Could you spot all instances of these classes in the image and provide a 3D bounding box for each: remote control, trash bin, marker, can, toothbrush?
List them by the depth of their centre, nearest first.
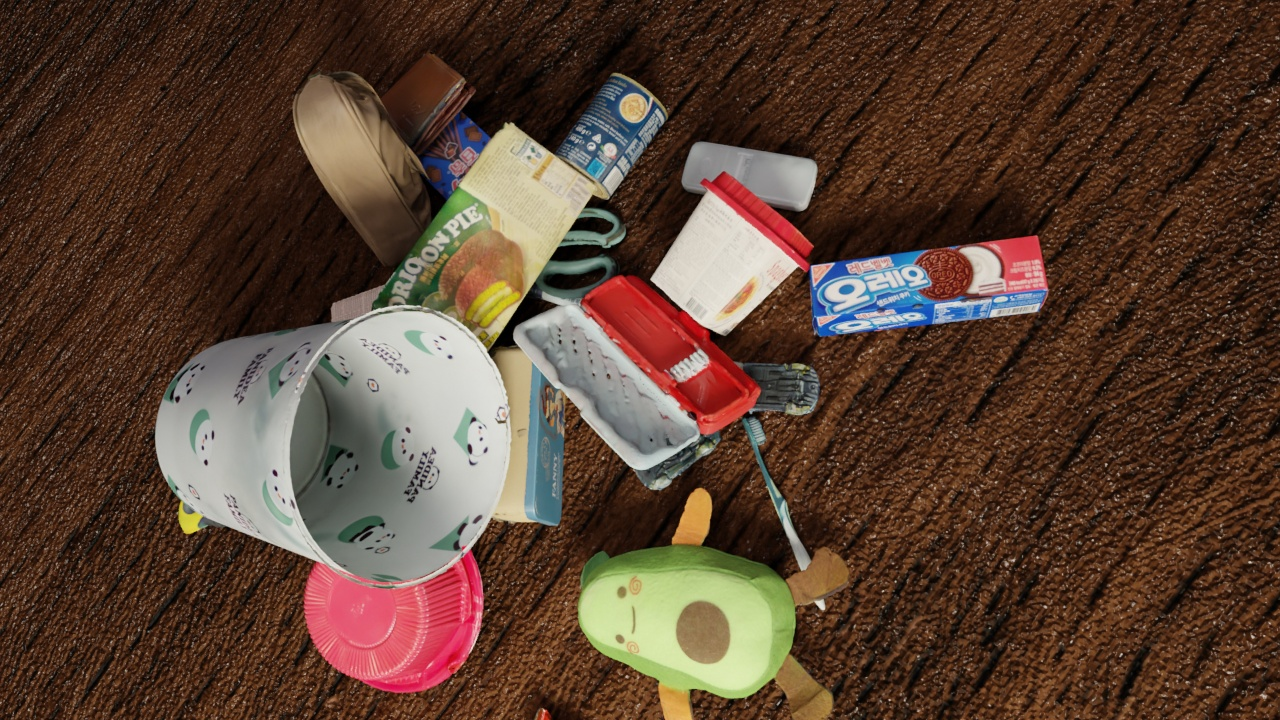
[{"bbox_3d":[-0.284,0.069,0.823,0.252,0.229,0.229,1,74,38],"label":"trash bin"},{"bbox_3d":[0.135,0.138,0.853,0.018,0.016,0.191,-20,70,-2],"label":"toothbrush"},{"bbox_3d":[0.112,-0.190,0.946,0.136,0.020,0.055,13,80,18],"label":"remote control"},{"bbox_3d":[-0.078,-0.063,0.965,0.131,0.018,0.022,19,89,20],"label":"marker"},{"bbox_3d":[-0.033,-0.234,0.968,0.075,0.075,0.111,34,86,21],"label":"can"}]

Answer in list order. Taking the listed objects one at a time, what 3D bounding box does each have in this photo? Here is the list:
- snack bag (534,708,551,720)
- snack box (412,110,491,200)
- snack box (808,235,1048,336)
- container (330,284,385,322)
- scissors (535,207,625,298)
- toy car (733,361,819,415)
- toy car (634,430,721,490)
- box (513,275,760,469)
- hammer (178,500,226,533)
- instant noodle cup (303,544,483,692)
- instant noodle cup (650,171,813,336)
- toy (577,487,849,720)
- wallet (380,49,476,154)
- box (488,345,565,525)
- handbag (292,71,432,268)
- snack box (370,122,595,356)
[{"bbox_3d":[-0.056,0.357,0.839,0.105,0.026,0.045,17,77,16],"label":"snack bag"},{"bbox_3d":[-0.188,-0.210,1.029,0.084,0.026,0.157,-46,69,0],"label":"snack box"},{"bbox_3d":[0.262,-0.066,0.852,0.208,0.057,0.058,-7,71,14],"label":"snack box"},{"bbox_3d":[-0.257,-0.029,0.967,0.111,0.090,0.089,-14,72,14],"label":"container"},{"bbox_3d":[-0.102,-0.102,0.969,0.180,0.019,0.139,-9,62,9],"label":"scissors"},{"bbox_3d":[0.119,0.027,0.877,0.106,0.031,0.049,2,74,26],"label":"toy car"},{"bbox_3d":[0.036,0.088,0.884,0.090,0.034,0.043,-39,72,4],"label":"toy car"},{"bbox_3d":[-0.006,0.005,0.863,0.157,0.038,0.201,-30,57,-25],"label":"box"},{"bbox_3d":[-0.344,0.154,0.970,0.324,0.032,0.126,-3,74,15],"label":"hammer"},{"bbox_3d":[-0.251,0.232,0.883,0.194,0.065,0.194,0,90,18],"label":"instant noodle cup"},{"bbox_3d":[0.085,-0.098,0.886,0.116,0.116,0.124,44,101,21],"label":"instant noodle cup"},{"bbox_3d":[0.054,0.228,0.810,0.247,0.090,0.226,3,79,17],"label":"toy"},{"bbox_3d":[-0.251,-0.299,1.052,0.101,0.032,0.124,-47,48,3],"label":"wallet"},{"bbox_3d":[-0.113,0.080,0.898,0.060,0.090,0.184,-4,76,12],"label":"box"},{"bbox_3d":[-0.282,-0.201,0.963,0.099,0.205,0.147,-27,56,-5],"label":"handbag"},{"bbox_3d":[-0.153,-0.108,0.907,0.114,0.063,0.239,34,71,-10],"label":"snack box"}]
